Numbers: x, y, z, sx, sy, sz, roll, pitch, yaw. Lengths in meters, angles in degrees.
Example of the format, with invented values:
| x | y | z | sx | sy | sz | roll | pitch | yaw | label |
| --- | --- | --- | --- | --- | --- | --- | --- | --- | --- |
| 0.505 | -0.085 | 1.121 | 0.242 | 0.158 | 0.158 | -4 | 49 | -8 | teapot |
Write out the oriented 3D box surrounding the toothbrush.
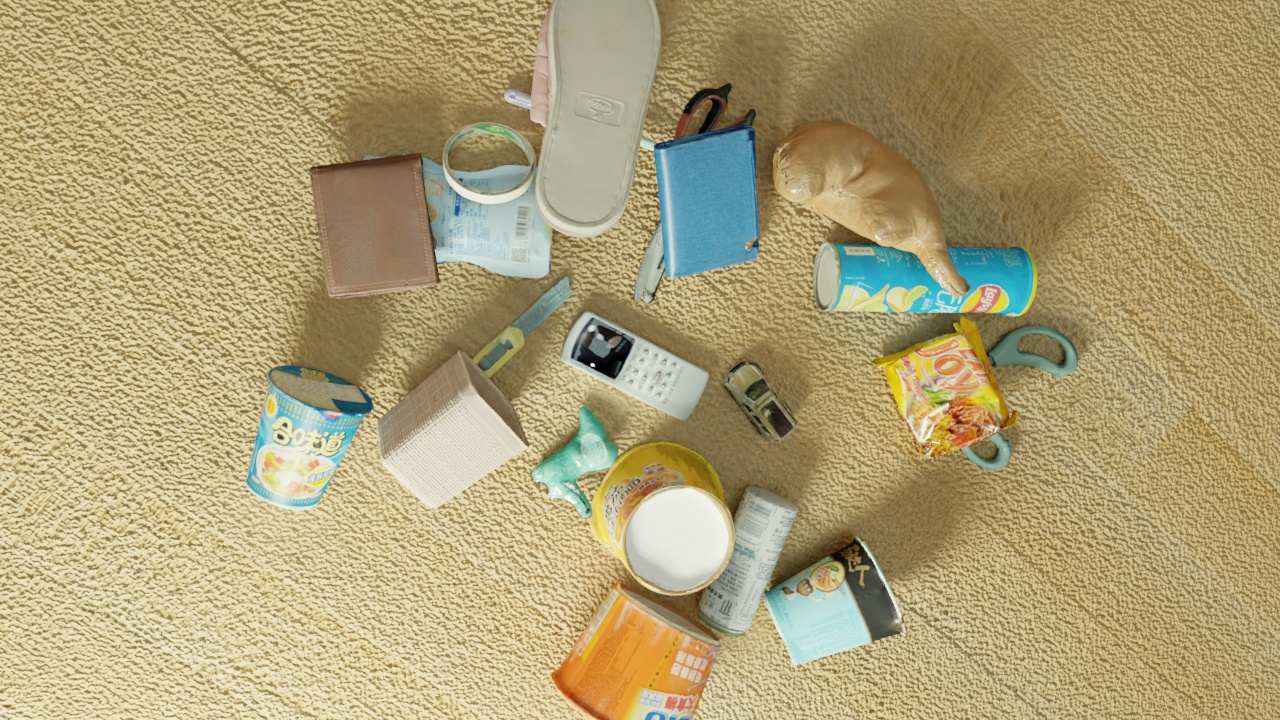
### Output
| x | y | z | sx | sy | sz | roll | pitch | yaw | label |
| --- | --- | --- | --- | --- | --- | --- | --- | --- | --- |
| -0.040 | -0.226 | 0.884 | 0.189 | 0.021 | 0.029 | 18 | 98 | -9 | toothbrush |

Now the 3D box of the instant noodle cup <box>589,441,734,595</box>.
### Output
| x | y | z | sx | sy | sz | roll | pitch | yaw | label |
| --- | --- | --- | --- | --- | --- | --- | --- | --- | --- |
| 0.028 | 0.160 | 0.903 | 0.138 | 0.110 | 0.138 | -1 | 99 | -8 | instant noodle cup |

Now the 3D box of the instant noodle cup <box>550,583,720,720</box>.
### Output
| x | y | z | sx | sy | sz | roll | pitch | yaw | label |
| --- | --- | --- | --- | --- | --- | --- | --- | --- | --- |
| 0.002 | 0.298 | 0.906 | 0.151 | 0.151 | 0.111 | 29 | 84 | -12 | instant noodle cup |

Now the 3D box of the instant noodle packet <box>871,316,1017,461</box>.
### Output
| x | y | z | sx | sy | sz | roll | pitch | yaw | label |
| --- | --- | --- | --- | --- | --- | --- | --- | --- | --- |
| 0.315 | 0.031 | 0.949 | 0.111 | 0.044 | 0.128 | -25 | 100 | 19 | instant noodle packet |

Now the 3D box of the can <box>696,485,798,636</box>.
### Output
| x | y | z | sx | sy | sz | roll | pitch | yaw | label |
| --- | --- | --- | --- | --- | --- | --- | --- | --- | --- |
| 0.110 | 0.207 | 0.948 | 0.058 | 0.058 | 0.147 | 21 | 95 | -11 | can |

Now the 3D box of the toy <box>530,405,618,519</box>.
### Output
| x | y | z | sx | sy | sz | roll | pitch | yaw | label |
| --- | --- | --- | --- | --- | --- | --- | --- | --- | --- |
| -0.063 | 0.107 | 0.921 | 0.092 | 0.030 | 0.096 | -35 | 88 | 1 | toy |

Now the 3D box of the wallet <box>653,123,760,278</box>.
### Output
| x | y | z | sx | sy | sz | roll | pitch | yaw | label |
| --- | --- | --- | --- | --- | --- | --- | --- | --- | --- |
| 0.067 | -0.152 | 0.879 | 0.106 | 0.040 | 0.133 | -16 | 121 | -16 | wallet |

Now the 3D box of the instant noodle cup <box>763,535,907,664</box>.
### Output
| x | y | z | sx | sy | sz | roll | pitch | yaw | label |
| --- | --- | --- | --- | --- | --- | --- | --- | --- | --- |
| 0.196 | 0.256 | 0.950 | 0.120 | 0.111 | 0.111 | -24 | 101 | 1 | instant noodle cup |

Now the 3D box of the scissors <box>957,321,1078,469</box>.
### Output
| x | y | z | sx | sy | sz | roll | pitch | yaw | label |
| --- | --- | --- | --- | --- | --- | --- | --- | --- | --- |
| 0.399 | 0.024 | 0.988 | 0.179 | 0.019 | 0.170 | -22 | 100 | -4 | scissors |

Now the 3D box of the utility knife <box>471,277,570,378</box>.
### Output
| x | y | z | sx | sy | sz | roll | pitch | yaw | label |
| --- | --- | --- | --- | --- | --- | --- | --- | --- | --- |
| -0.149 | -0.003 | 0.904 | 0.219 | 0.022 | 0.031 | -44 | 111 | -5 | utility knife |

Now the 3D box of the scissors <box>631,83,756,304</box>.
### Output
| x | y | z | sx | sy | sz | roll | pitch | yaw | label |
| --- | --- | --- | --- | --- | --- | --- | --- | --- | --- |
| 0.052 | -0.155 | 0.902 | 0.192 | 0.015 | 0.207 | -26 | 126 | -21 | scissors |

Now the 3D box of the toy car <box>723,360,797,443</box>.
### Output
| x | y | z | sx | sy | sz | roll | pitch | yaw | label |
| --- | --- | --- | --- | --- | --- | --- | --- | --- | --- |
| 0.123 | 0.041 | 0.939 | 0.042 | 0.035 | 0.090 | -39 | 99 | -3 | toy car |

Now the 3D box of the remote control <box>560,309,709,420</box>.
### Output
| x | y | z | sx | sy | sz | roll | pitch | yaw | label |
| --- | --- | --- | --- | --- | --- | --- | --- | --- | --- |
| -0.005 | 0.005 | 0.921 | 0.150 | 0.021 | 0.058 | 26 | 93 | -12 | remote control |

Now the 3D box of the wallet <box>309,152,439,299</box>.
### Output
| x | y | z | sx | sy | sz | roll | pitch | yaw | label |
| --- | --- | --- | --- | --- | --- | --- | --- | --- | --- |
| -0.239 | -0.121 | 0.833 | 0.101 | 0.032 | 0.124 | -8 | 96 | -5 | wallet |

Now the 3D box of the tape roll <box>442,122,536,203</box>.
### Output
| x | y | z | sx | sy | sz | roll | pitch | yaw | label |
| --- | --- | --- | --- | --- | --- | --- | --- | --- | --- |
| -0.141 | -0.184 | 0.854 | 0.085 | 0.014 | 0.085 | 4 | 64 | -8 | tape roll |

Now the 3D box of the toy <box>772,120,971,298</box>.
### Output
| x | y | z | sx | sy | sz | roll | pitch | yaw | label |
| --- | --- | --- | --- | --- | --- | --- | --- | --- | --- |
| 0.231 | -0.151 | 0.878 | 0.226 | 0.083 | 0.143 | 33 | 49 | 3 | toy |

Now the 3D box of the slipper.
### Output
| x | y | z | sx | sy | sz | roll | pitch | yaw | label |
| --- | --- | --- | --- | --- | --- | --- | --- | --- | --- |
| -0.044 | -0.241 | 0.846 | 0.114 | 0.054 | 0.274 | 7 | 77 | -9 | slipper |

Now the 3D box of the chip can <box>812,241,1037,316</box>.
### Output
| x | y | z | sx | sy | sz | roll | pitch | yaw | label |
| --- | --- | --- | --- | --- | --- | --- | --- | --- | --- |
| 0.286 | -0.082 | 0.928 | 0.210 | 0.071 | 0.071 | 0 | 98 | -8 | chip can |

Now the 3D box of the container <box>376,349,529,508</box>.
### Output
| x | y | z | sx | sy | sz | roll | pitch | yaw | label |
| --- | --- | --- | --- | --- | --- | --- | --- | --- | --- |
| -0.180 | 0.067 | 0.861 | 0.111 | 0.090 | 0.090 | -37 | 123 | 1 | container |

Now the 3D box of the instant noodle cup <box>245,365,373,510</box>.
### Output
| x | y | z | sx | sy | sz | roll | pitch | yaw | label |
| --- | --- | --- | --- | --- | --- | --- | --- | --- | --- |
| -0.314 | 0.074 | 0.851 | 0.099 | 0.099 | 0.110 | 23 | 102 | -11 | instant noodle cup |

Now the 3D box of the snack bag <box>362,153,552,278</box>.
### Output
| x | y | z | sx | sy | sz | roll | pitch | yaw | label |
| --- | --- | --- | --- | --- | --- | --- | --- | --- | --- |
| -0.177 | -0.136 | 0.866 | 0.191 | 0.039 | 0.110 | 3 | 100 | -6 | snack bag |
